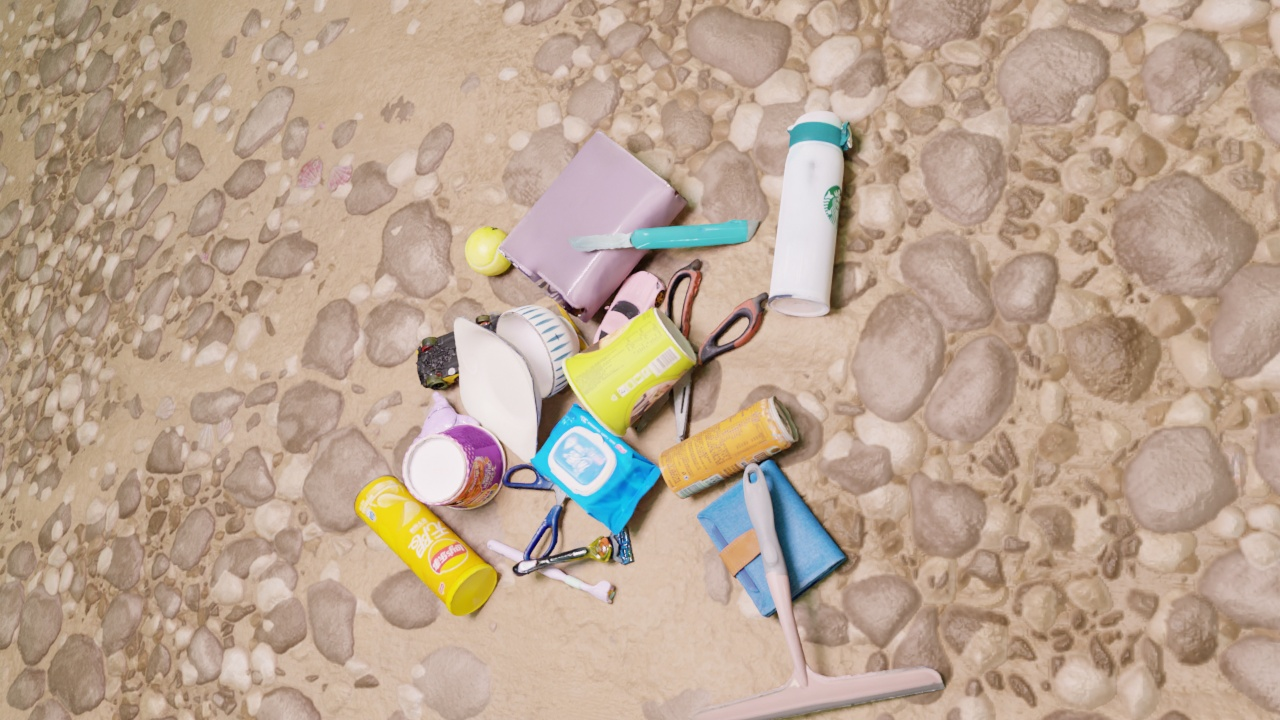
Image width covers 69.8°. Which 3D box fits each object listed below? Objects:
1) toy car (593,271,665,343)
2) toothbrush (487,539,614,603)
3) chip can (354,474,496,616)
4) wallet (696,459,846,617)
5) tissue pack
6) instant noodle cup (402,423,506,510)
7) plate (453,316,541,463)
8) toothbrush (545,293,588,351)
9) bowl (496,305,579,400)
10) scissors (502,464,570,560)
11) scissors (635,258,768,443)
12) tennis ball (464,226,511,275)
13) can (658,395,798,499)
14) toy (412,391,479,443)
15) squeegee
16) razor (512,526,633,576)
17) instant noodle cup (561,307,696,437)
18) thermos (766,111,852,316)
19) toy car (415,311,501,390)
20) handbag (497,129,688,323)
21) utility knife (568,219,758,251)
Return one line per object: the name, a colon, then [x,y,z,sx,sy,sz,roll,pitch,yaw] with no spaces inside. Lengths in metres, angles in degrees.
toy car: [-0.017,-0.053,1.109,0.056,0.037,0.122,26,87,31]
toothbrush: [-0.110,0.244,1.082,0.189,0.021,0.029,14,114,33]
chip can: [-0.271,0.226,1.147,0.213,0.072,0.072,34,93,33]
wallet: [0.133,0.184,0.955,0.106,0.040,0.133,-39,60,8]
tissue pack: [-0.054,0.122,1.053,0.157,0.052,0.095,36,86,35]
instant noodle cup: [-0.232,0.132,1.120,0.112,0.099,0.111,-1,87,10]
plate: [-0.169,0.031,1.131,0.164,0.034,0.164,32,134,36]
toothbrush: [-0.082,-0.032,1.149,0.016,0.018,0.191,-40,59,15]
bowl: [-0.118,-0.016,1.125,0.116,0.066,0.117,31,134,37]
scissors: [-0.104,0.160,1.101,0.162,0.012,0.173,24,81,37]
scissors: [0.060,-0.014,1.066,0.227,0.015,0.189,-37,60,15]
tennis ball: [-0.201,-0.145,1.222,0.066,0.065,0.065,-9,71,27]
can: [0.093,0.095,0.990,0.146,0.058,0.058,-29,63,19]
toy: [-0.263,0.106,1.198,0.084,0.039,0.108,30,89,26]
squeegee: [0.137,0.220,0.902,0.248,0.040,0.249,-17,73,15]
razor: [-0.081,0.224,1.050,0.143,0.022,0.042,-14,65,8]
instant noodle cup: [-0.006,0.006,1.036,0.123,0.111,0.111,-38,61,11]
thermos: [0.188,-0.164,1.010,0.073,0.073,0.224,2,76,30]
toy car: [-0.232,-0.010,1.213,0.156,0.041,0.071,-23,65,19]
handbag: [-0.055,-0.160,1.124,0.197,0.098,0.145,-50,57,4]
utility knife: [0.028,-0.144,1.062,0.223,0.013,0.029,-5,107,-7]
